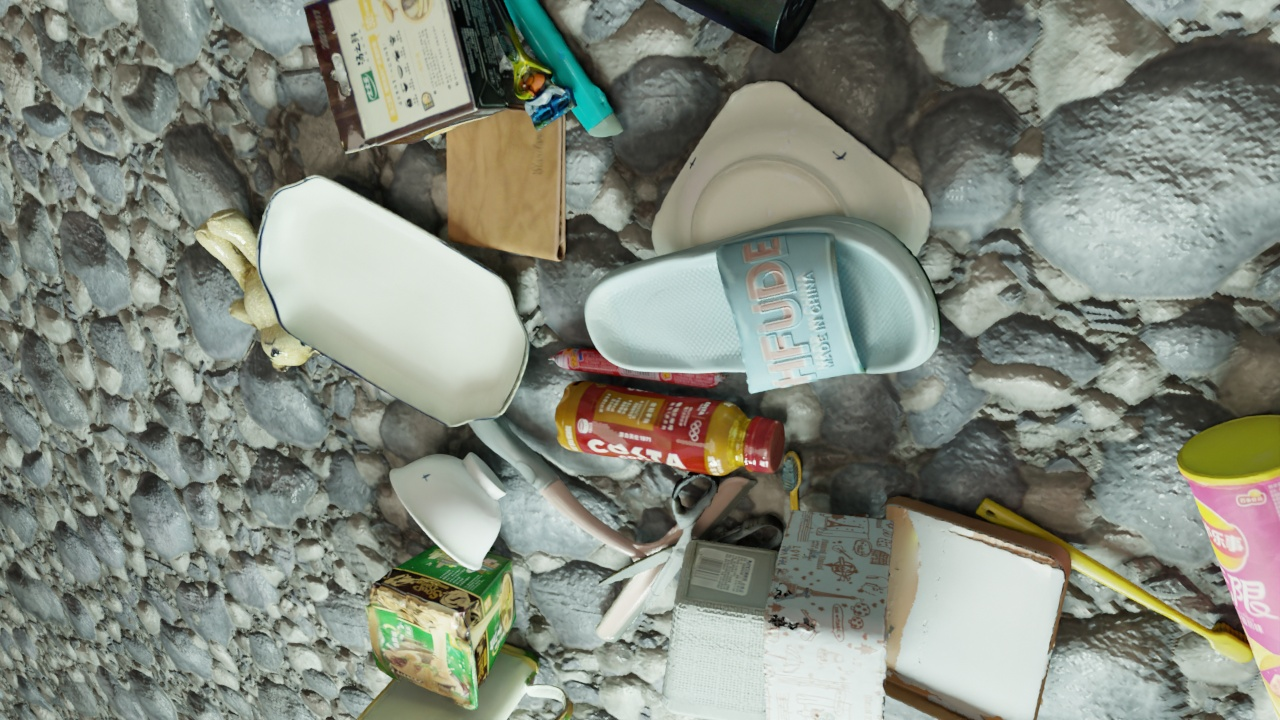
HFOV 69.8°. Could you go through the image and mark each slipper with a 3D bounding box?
[{"bbox_3d":[0.065,-0.030,0.594,0.246,0.074,0.104,-3,111,29],"label":"slipper"}]

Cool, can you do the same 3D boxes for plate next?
[{"bbox_3d":[0.091,-0.084,0.621,0.164,0.034,0.164,39,125,5],"label":"plate"},{"bbox_3d":[-0.208,-0.052,0.782,0.266,0.034,0.162,29,119,9],"label":"plate"}]

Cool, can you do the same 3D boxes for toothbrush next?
[{"bbox_3d":[0.319,0.146,0.623,0.190,0.016,0.016,30,124,14],"label":"toothbrush"},{"bbox_3d":[0.123,0.158,0.728,0.016,0.018,0.191,6,116,27],"label":"toothbrush"}]

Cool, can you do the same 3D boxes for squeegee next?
[{"bbox_3d":[-0.068,0.111,0.794,0.249,0.040,0.248,39,125,7],"label":"squeegee"}]

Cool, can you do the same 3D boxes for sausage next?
[{"bbox_3d":[-0.004,0.004,0.721,0.156,0.020,0.020,7,116,24],"label":"sausage"}]

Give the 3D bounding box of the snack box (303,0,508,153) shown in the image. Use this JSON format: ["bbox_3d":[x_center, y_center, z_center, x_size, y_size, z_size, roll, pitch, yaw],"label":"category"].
[{"bbox_3d":[-0.171,-0.223,0.672,0.126,0.053,0.113,-8,100,32],"label":"snack box"}]

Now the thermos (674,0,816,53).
[{"bbox_3d":[-0.011,-0.265,0.556,0.242,0.089,0.069,30,140,12],"label":"thermos"}]

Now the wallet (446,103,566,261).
[{"bbox_3d":[-0.104,-0.139,0.707,0.101,0.020,0.115,11,115,21],"label":"wallet"}]

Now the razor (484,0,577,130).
[{"bbox_3d":[-0.093,-0.233,0.640,0.043,0.022,0.143,-18,101,38],"label":"razor"}]

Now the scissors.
[{"bbox_3d":[0.037,0.153,0.753,0.175,0.014,0.159,-3,121,13],"label":"scissors"}]

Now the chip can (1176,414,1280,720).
[{"bbox_3d":[0.393,0.140,0.549,0.072,0.071,0.210,-19,104,33],"label":"chip can"}]

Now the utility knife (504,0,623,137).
[{"bbox_3d":[-0.063,-0.222,0.649,0.029,0.013,0.157,-32,93,33],"label":"utility knife"}]

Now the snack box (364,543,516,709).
[{"bbox_3d":[-0.178,0.240,0.871,0.118,0.105,0.118,14,120,23],"label":"snack box"}]

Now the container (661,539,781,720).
[{"bbox_3d":[0.068,0.211,0.726,0.090,0.090,0.114,6,121,8],"label":"container"}]

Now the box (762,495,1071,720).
[{"bbox_3d":[0.194,0.211,0.643,0.193,0.156,0.183,4,117,18],"label":"box"}]

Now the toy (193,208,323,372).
[{"bbox_3d":[-0.347,-0.063,0.838,0.105,0.066,0.157,-21,111,16],"label":"toy"}]

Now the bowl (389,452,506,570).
[{"bbox_3d":[-0.160,0.121,0.821,0.064,0.118,0.118,-41,91,-2],"label":"bowl"}]

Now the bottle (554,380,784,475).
[{"bbox_3d":[0.022,0.054,0.708,0.175,0.057,0.057,7,116,24],"label":"bottle"}]

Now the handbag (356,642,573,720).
[{"bbox_3d":[-0.158,0.343,0.874,0.179,0.162,0.063,6,117,24],"label":"handbag"}]
